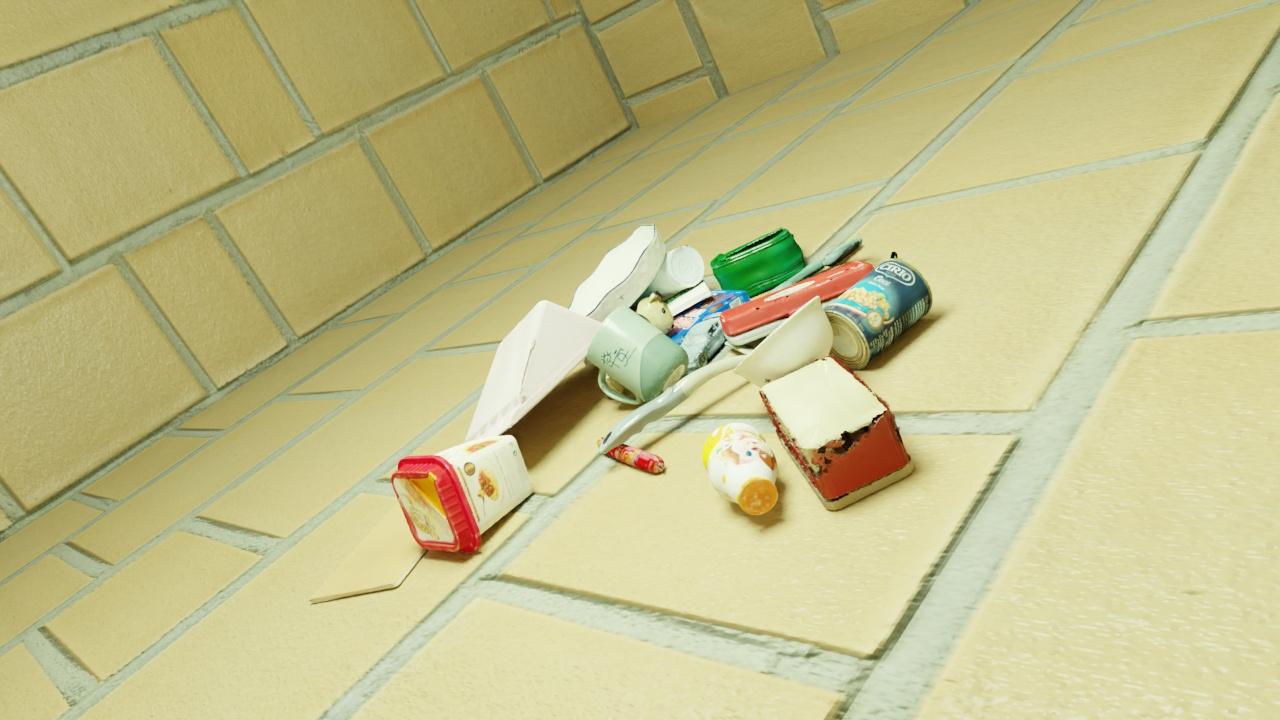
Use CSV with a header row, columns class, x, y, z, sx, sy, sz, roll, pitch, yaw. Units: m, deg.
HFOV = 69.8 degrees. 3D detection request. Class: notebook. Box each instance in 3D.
class,x,y,z,sx,sy,sz,roll,pitch,yaw
notebook,0.010,-0.060,1.383,0.209,0.012,0.150,-30,9,6
notebook,-0.300,0.219,1.141,0.148,0.008,0.207,-17,21,29

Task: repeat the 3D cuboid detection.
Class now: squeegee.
class,x,y,z,sx,sy,sz,roll,pitch,yaw
squeegee,0.056,0.036,1.051,0.246,0.039,0.246,-27,18,-13

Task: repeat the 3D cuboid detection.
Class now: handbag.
class,x,y,z,sx,sy,sz,roll,pitch,yaw
handbag,0.176,-0.146,1.365,0.131,0.068,0.120,-23,12,17

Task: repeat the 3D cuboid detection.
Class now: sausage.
class,x,y,z,sx,sy,sz,roll,pitch,yaw
sausage,-0.014,0.105,1.032,0.020,0.020,0.156,-35,20,-21

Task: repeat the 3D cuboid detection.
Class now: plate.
class,x,y,z,sx,sy,sz,roll,pitch,yaw
plate,-0.036,-0.123,1.410,0.205,0.045,0.204,-43,19,18

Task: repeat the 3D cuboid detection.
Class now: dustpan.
class,x,y,z,sx,sy,sz,roll,pitch,yaw
dustpan,-0.124,0.036,1.254,0.223,0.138,0.272,-33,37,55

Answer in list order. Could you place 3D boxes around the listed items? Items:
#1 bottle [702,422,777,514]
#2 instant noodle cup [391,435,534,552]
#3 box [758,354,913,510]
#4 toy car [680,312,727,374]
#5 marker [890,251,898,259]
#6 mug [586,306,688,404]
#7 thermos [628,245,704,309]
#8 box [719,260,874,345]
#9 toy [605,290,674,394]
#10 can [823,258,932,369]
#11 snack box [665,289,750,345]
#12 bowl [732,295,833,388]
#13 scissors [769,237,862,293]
class,x,y,z,sx,sy,sz,roll,pitch,yaw
bottle,0.094,0.100,0.831,0.063,0.063,0.108,-27,19,2
instant noodle cup,-0.200,0.145,1.056,0.117,0.116,0.123,-8,16,45
box,0.167,0.053,0.828,0.091,0.079,0.168,-26,18,2
toy car,0.078,-0.022,1.212,0.054,0.037,0.120,-9,30,43
marker,0.311,-0.108,1.142,0.015,0.018,0.123,-12,23,25
mug,-0.007,0.007,1.146,0.082,0.106,0.112,-27,-30,-59
thermos,0.021,-0.129,1.475,0.070,0.070,0.221,-38,10,-27
box,0.199,-0.071,1.157,0.201,0.048,0.087,-22,10,2
toy,-0.007,-0.019,1.236,0.066,0.105,0.157,25,68,13
can,0.249,-0.049,0.987,0.111,0.075,0.075,-37,21,-23
snack box,0.074,-0.051,1.304,0.156,0.026,0.085,-35,20,-21
bowl,0.160,-0.004,0.942,0.118,0.064,0.118,-41,-8,-7
scissors,0.257,-0.137,1.240,0.173,0.019,0.178,-32,0,-25
